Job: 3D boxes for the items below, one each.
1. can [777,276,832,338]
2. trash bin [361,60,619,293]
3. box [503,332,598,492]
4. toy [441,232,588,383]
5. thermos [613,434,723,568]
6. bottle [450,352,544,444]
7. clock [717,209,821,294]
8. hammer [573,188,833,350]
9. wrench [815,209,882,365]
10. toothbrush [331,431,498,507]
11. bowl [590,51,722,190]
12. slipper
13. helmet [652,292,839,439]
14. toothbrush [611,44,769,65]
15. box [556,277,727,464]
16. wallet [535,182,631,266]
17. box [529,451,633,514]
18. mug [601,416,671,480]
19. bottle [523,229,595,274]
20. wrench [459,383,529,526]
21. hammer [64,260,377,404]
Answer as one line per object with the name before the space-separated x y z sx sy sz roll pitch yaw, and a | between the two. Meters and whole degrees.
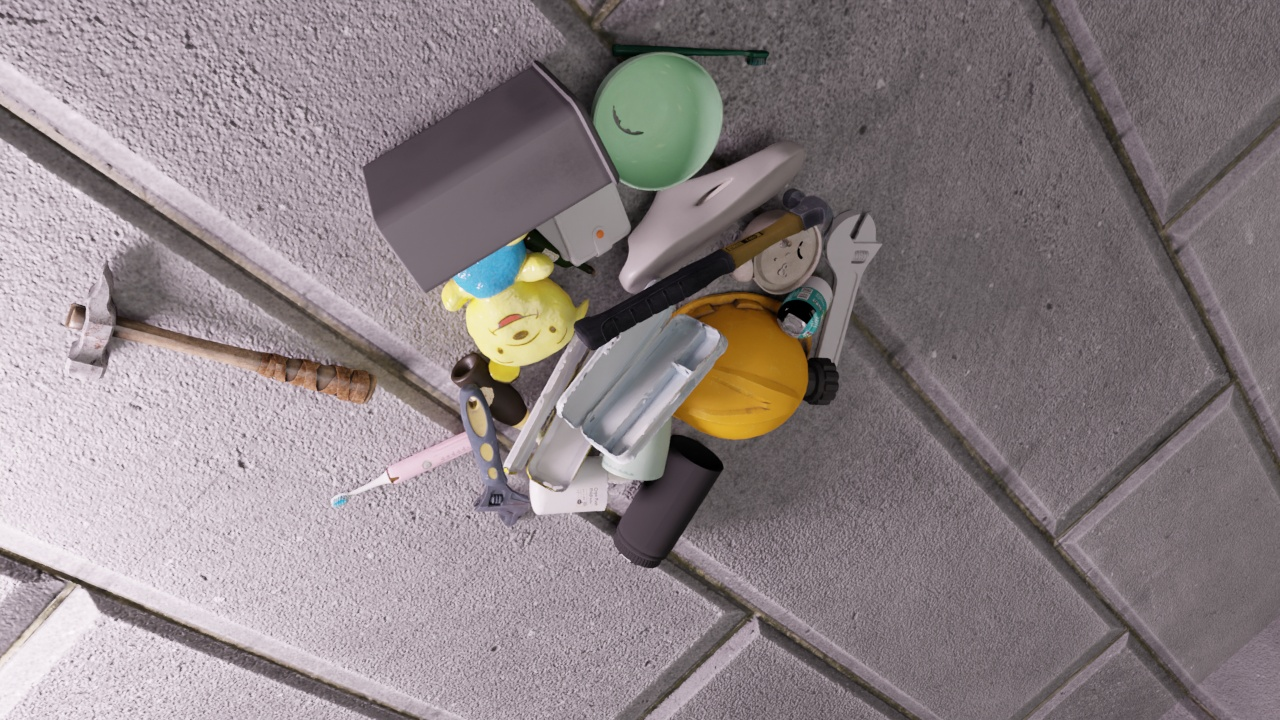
can | 0.217 -0.072 1.203 0.055 0.101 0.055 11 120 20
trash bin | -0.157 -0.191 0.929 0.220 0.191 0.098 -31 125 -1
box | -0.093 0.060 1.155 0.117 0.057 0.210 29 89 -42
toy | -0.152 -0.081 1.056 0.149 0.083 0.214 -18 131 14
thermos | 0.031 0.211 1.303 0.086 0.086 0.199 20 109 -30
bottle | -0.163 0.063 1.162 0.045 0.045 0.184 -40 125 3
clock | 0.155 -0.137 1.168 0.156 0.061 0.103 -20 125 -20
hammer | 0.077 -0.104 1.055 0.332 0.118 0.025 -30 122 -11
wrench | 0.270 -0.077 1.277 0.086 0.018 0.274 -2 120 -21
toothbrush | -0.287 0.134 1.164 0.222 0.026 0.027 -25 113 -8
bowl | 0.009 -0.271 1.018 0.150 0.077 0.151 -10 121 -17
slipper | 0.071 -0.189 1.096 0.266 0.080 0.113 -37 170 6
helmet | 0.141 0.028 1.216 0.255 0.131 0.206 2 118 -22
toothbrush | 0.059 -0.344 1.034 0.189 0.016 0.017 -5 124 -20
box | -0.011 0.003 1.098 0.214 0.106 0.127 -50 133 -13
wallet | -0.078 -0.168 1.050 0.115 0.037 0.118 -35 124 -20
box | -0.068 0.160 1.240 0.166 0.092 0.084 1 115 -13
mug | -0.008 0.087 1.200 0.084 0.111 0.104 4 106 -27
bottle | -0.097 -0.127 1.091 0.106 0.025 0.025 26 106 -32
wrench | -0.192 0.130 1.175 0.073 0.022 0.274 -14 134 -10
hammer | -0.448 -0.007 1.008 0.318 0.049 0.122 18 108 -31
